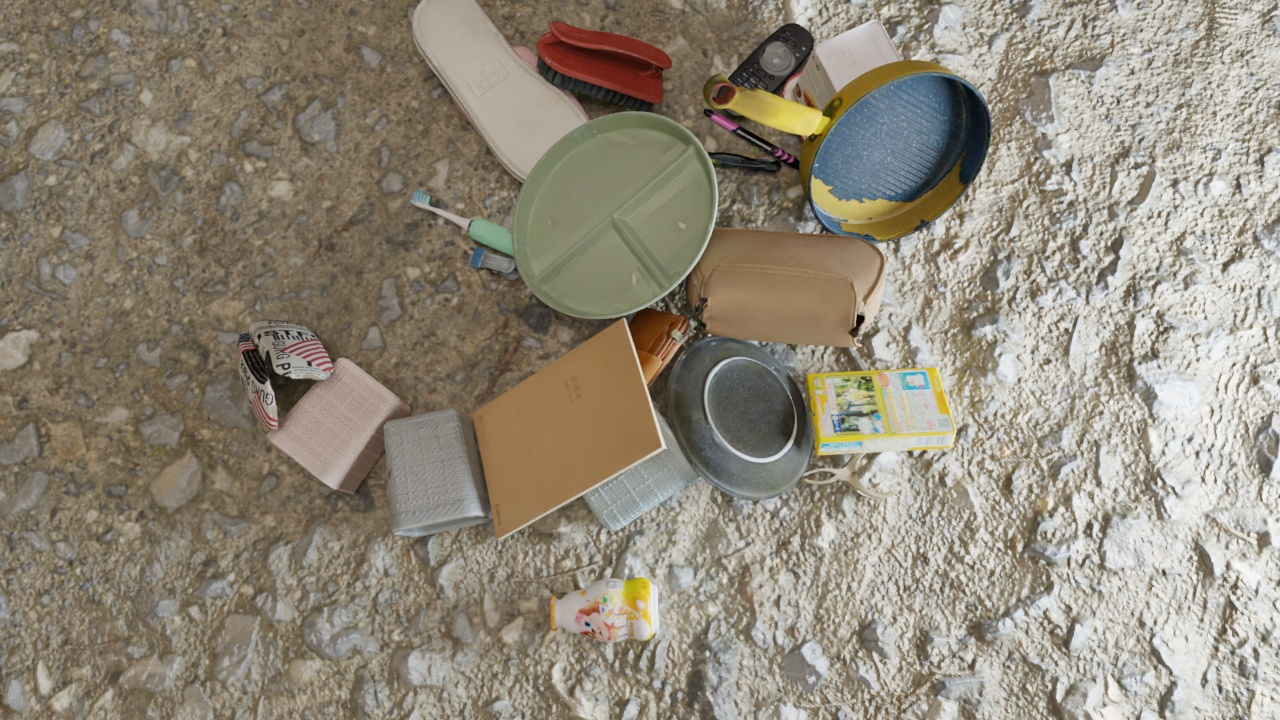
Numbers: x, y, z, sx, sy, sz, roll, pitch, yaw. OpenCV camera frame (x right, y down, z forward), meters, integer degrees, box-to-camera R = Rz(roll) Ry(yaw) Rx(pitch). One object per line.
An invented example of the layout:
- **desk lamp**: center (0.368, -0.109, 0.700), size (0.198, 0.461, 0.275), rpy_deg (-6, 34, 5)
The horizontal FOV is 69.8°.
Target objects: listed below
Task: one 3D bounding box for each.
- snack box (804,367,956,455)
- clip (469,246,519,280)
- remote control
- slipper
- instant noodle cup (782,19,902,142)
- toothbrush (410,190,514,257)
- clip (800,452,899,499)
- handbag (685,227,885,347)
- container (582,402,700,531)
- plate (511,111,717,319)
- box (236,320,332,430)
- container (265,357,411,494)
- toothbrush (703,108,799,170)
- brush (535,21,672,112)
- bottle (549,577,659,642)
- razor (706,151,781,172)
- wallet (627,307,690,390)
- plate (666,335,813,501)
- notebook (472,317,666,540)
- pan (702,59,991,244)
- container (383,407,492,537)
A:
- **snack box**: center (0.245, 0.052, 0.949), size (0.140, 0.034, 0.086), rpy_deg (-2, 50, -1)
- **clip**: center (-0.161, -0.107, 1.019), size (0.057, 0.028, 0.024), rpy_deg (19, 79, 14)
- **remote control**: center (0.141, -0.326, 1.042), size (0.053, 0.024, 0.136), rpy_deg (43, 83, 10)
- **slipper**: center (-0.150, -0.296, 1.028), size (0.114, 0.054, 0.274), rpy_deg (-42, 91, -1)
- **instant noodle cup**: center (0.225, -0.289, 0.982), size (0.116, 0.124, 0.116), rpy_deg (-24, 80, -3)
- **toothbrush**: center (-0.155, -0.135, 1.017), size (0.224, 0.026, 0.027), rpy_deg (24, 103, 6)
- **clip**: center (0.227, 0.126, 0.954), size (0.099, 0.035, 0.098), rpy_deg (-33, 81, -4)
- **handbag**: center (0.144, -0.070, 0.942), size (0.205, 0.100, 0.147), rpy_deg (6, 36, 11)
- **container**: center (-0.007, 0.112, 0.939), size (0.111, 0.090, 0.090), rpy_deg (-36, 81, -1)
- **plate**: center (-0.027, -0.149, 0.950), size (0.230, 0.027, 0.230), rpy_deg (-7, 72, 20)
- **box**: center (-0.374, 0.012, 0.950), size (0.075, 0.162, 0.085), rpy_deg (7, 108, -36)
- **container**: center (-0.308, 0.066, 0.956), size (0.090, 0.090, 0.110), rpy_deg (36, 79, 7)
- **toothbrush**: center (0.151, -0.236, 1.030), size (0.189, 0.018, 0.014), rpy_deg (33, 83, 8)
- **brush**: center (-0.042, -0.325, 0.997), size (0.145, 0.069, 0.063), rpy_deg (11, 60, -20)
- **bottle**: center (-0.036, 0.252, 0.926), size (0.108, 0.063, 0.063), rpy_deg (-3, 80, 1)
- **razor**: center (0.088, -0.229, 1.029), size (0.143, 0.022, 0.042), rpy_deg (13, 37, 1)
- **wallet**: center (-0.006, 0.006, 0.948), size (0.035, 0.119, 0.130), rpy_deg (39, 81, -21)
- **plate**: center (0.108, 0.053, 0.930), size (0.179, 0.024, 0.179), rpy_deg (13, 60, -24)
- **notebook**: center (-0.079, 0.069, 0.918), size (0.212, 0.012, 0.149), rpy_deg (-31, 58, 23)
- **pan**: center (0.197, -0.216, 0.888), size (0.357, 0.198, 0.078), rpy_deg (15, 35, -30)
- **container**: center (-0.210, 0.115, 0.944), size (0.090, 0.090, 0.114), rpy_deg (-11, 76, -1)
